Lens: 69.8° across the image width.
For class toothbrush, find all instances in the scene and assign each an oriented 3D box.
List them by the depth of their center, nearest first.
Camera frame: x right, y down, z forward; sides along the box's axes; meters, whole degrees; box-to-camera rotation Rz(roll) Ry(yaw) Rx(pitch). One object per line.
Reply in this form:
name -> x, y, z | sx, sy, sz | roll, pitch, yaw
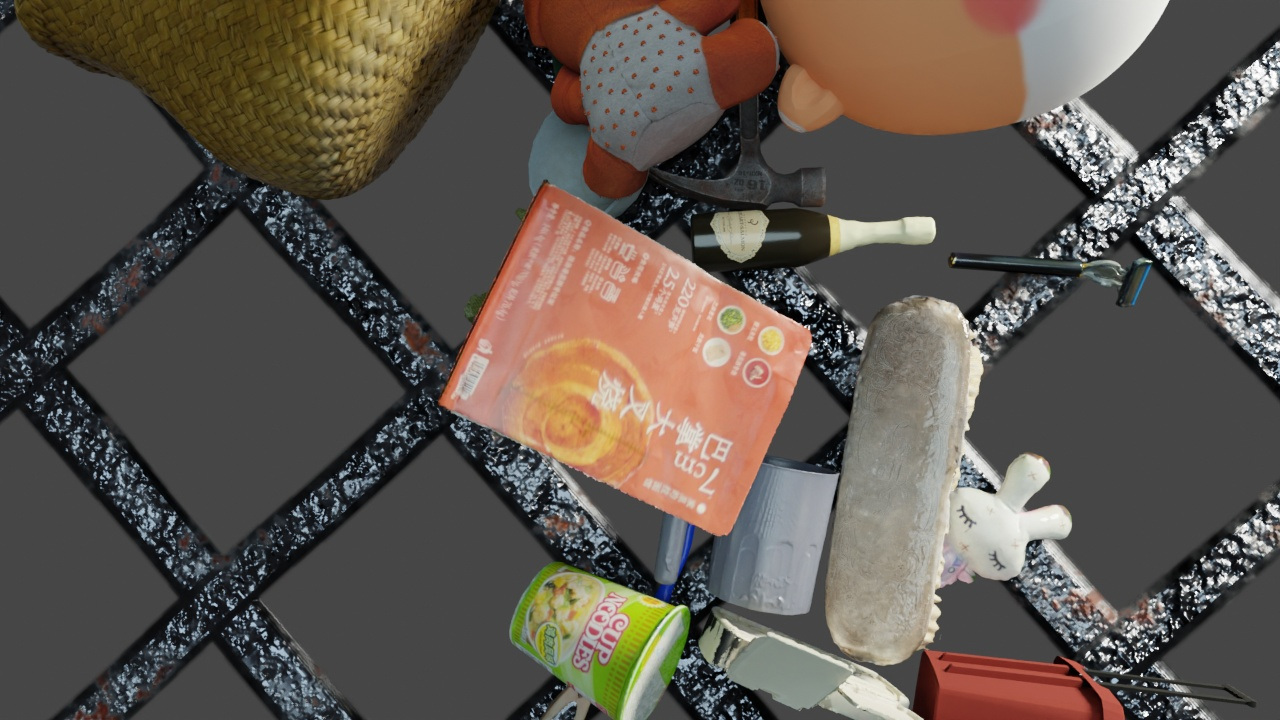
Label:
toothbrush -> 0.030, 0.162, 0.716 | 0.018, 0.016, 0.182 | 22, 92, -33

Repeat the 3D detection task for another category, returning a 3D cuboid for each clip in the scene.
clip -> -0.059, 0.265, 0.715 | 0.041, 0.024, 0.060 | 21, 81, 1

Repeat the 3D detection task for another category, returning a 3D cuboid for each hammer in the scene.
hammer -> 0.071, -0.275, 0.719 | 0.138, 0.035, 0.314 | -1, 87, 4

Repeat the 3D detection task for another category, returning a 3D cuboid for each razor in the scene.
razor -> 0.311, -0.071, 0.707 | 0.144, 0.022, 0.043 | 8, 128, 7

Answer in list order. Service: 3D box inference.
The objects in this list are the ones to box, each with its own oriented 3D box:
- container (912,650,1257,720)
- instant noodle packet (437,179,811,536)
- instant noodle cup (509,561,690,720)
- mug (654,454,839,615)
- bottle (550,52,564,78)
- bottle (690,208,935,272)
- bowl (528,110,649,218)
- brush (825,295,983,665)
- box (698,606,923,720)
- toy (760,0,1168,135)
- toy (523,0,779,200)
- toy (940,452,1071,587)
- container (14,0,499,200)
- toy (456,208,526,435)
container -> 0.297, 0.270, 0.633 | 0.201, 0.148, 0.127 | 9, 87, 12
instant noodle packet -> -0.004, 0.004, 0.624 | 0.221, 0.084, 0.164 | 25, 81, -7
instant noodle cup -> -0.033, 0.202, 0.674 | 0.108, 0.099, 0.099 | 22, 89, 23
mug -> 0.076, 0.122, 0.677 | 0.124, 0.084, 0.104 | 10, 91, -9
bottle -> -0.045, -0.280, 0.711 | 0.061, 0.061, 0.131 | -10, 88, 5
bottle -> 0.131, -0.095, 0.703 | 0.184, 0.045, 0.045 | -3, 88, 3
bowl -> -0.033, -0.151, 0.705 | 0.106, 0.039, 0.106 | -6, 80, 32
brush -> 0.193, 0.089, 0.679 | 0.083, 0.056, 0.271 | 8, 87, 28
box -> 0.120, 0.214, 0.627 | 0.143, 0.184, 0.050 | 22, 82, -1
toy -> 0.198, -0.276, 0.599 | 0.281, 0.265, 0.263 | -24, 89, 12
toy -> -0.006, -0.215, 0.624 | 0.164, 0.092, 0.172 | -33, 77, 31
toy -> 0.266, 0.128, 0.693 | 0.123, 0.038, 0.079 | -36, 94, 4
container -> -0.204, -0.264, 0.597 | 0.196, 0.307, 0.307 | 30, 90, -9
toy -> -0.067, -0.012, 0.696 | 0.152, 0.078, 0.179 | -45, 87, -7
